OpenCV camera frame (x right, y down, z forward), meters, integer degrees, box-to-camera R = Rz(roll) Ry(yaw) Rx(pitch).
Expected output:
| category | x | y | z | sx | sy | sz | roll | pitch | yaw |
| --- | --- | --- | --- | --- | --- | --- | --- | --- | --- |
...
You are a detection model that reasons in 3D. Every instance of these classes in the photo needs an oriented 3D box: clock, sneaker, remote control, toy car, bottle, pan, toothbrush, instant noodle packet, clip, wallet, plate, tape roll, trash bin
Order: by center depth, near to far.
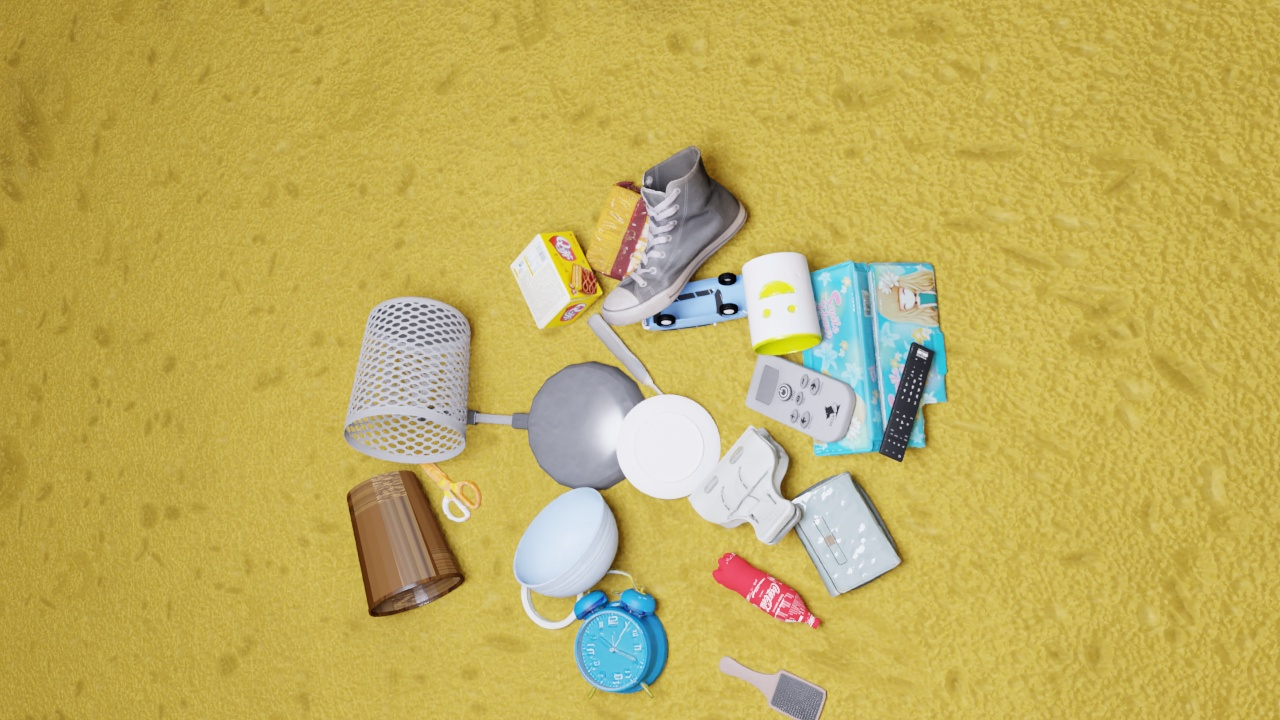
| category | x | y | z | sx | sy | sz | roll | pitch | yaw |
| --- | --- | --- | --- | --- | --- | --- | --- | --- | --- |
| remote control | 0.309 | 0.048 | 1.064 | 0.030 | 0.009 | 0.140 | 23 | 76 | -12 |
| wallet | 0.240 | 0.209 | 1.101 | 0.100 | 0.054 | 0.131 | -34 | 78 | 16 |
| clip | 0.124 | 0.152 | 1.107 | 0.126 | 0.104 | 0.151 | -51 | 26 | 11 |
| remote control | 0.191 | 0.045 | 1.113 | 0.151 | 0.019 | 0.074 | 25 | 105 | 46 |
| bottle | 0.156 | 0.286 | 1.126 | 0.141 | 0.042 | 0.042 | 28 | 94 | 21 |
| sneaker | 0.020 | -0.152 | 1.150 | 0.234 | 0.120 | 0.095 | -44 | 34 | -2 |
| clock | -0.031 | 0.351 | 1.180 | 0.117 | 0.060 | 0.161 | -11 | 78 | 20 |
| plate | 0.036 | 0.111 | 1.184 | 0.134 | 0.011 | 0.134 | 0 | 89 | 3 |
| toy car | 0.077 | -0.072 | 1.187 | 0.154 | 0.055 | 0.056 | -9 | 67 | 20 |
| toothbrush | -0.007 | 0.007 | 1.229 | 0.185 | 0.024 | 0.022 | 47 | 140 | 18 |
| instant noodle packet | -0.012 | -0.171 | 1.240 | 0.098 | 0.039 | 0.135 | 23 | 96 | 18 |
| tape roll | -0.118 | 0.315 | 1.241 | 0.093 | 0.013 | 0.093 | -2 | 84 | 20 |
| trash bin | -0.310 | 0.025 | 1.249 | 0.157 | 0.156 | 0.183 | -12 | 59 | 19 |
| pan | -0.160 | 0.084 | 1.267 | 0.358 | 0.041 | 0.178 | 3 | 85 | 21 |

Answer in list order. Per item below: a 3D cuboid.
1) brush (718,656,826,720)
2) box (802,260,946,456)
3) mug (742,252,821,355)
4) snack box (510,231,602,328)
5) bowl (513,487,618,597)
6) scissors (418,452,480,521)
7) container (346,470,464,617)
| category | x | y | z | sx | sy | sz | roll | pitch | yaw |
| --- | --- | --- | --- | --- | --- | --- | --- | --- | --- |
| brush | 0.158 | 0.400 | 1.127 | 0.136 | 0.015 | 0.050 | 19 | 92 | 21 |
| box | 0.275 | -0.004 | 1.096 | 0.172 | 0.084 | 0.227 | -7 | 82 | 20 |
| mug | 0.169 | -0.067 | 1.108 | 0.083 | 0.082 | 0.106 | -12 | 75 | 19 |
| snack box | -0.115 | -0.109 | 1.245 | 0.084 | 0.061 | 0.105 | -40 | 70 | 43 |
| bowl | -0.084 | 0.247 | 1.186 | 0.151 | 0.150 | 0.075 | -36 | 118 | 14 |
| scissors | -0.283 | 0.179 | 1.321 | 0.128 | 0.013 | 0.065 | 39 | 98 | 19 |
| container | -0.335 | 0.250 | 1.276 | 0.132 | 0.132 | 0.167 | -30 | 69 | 15 |
